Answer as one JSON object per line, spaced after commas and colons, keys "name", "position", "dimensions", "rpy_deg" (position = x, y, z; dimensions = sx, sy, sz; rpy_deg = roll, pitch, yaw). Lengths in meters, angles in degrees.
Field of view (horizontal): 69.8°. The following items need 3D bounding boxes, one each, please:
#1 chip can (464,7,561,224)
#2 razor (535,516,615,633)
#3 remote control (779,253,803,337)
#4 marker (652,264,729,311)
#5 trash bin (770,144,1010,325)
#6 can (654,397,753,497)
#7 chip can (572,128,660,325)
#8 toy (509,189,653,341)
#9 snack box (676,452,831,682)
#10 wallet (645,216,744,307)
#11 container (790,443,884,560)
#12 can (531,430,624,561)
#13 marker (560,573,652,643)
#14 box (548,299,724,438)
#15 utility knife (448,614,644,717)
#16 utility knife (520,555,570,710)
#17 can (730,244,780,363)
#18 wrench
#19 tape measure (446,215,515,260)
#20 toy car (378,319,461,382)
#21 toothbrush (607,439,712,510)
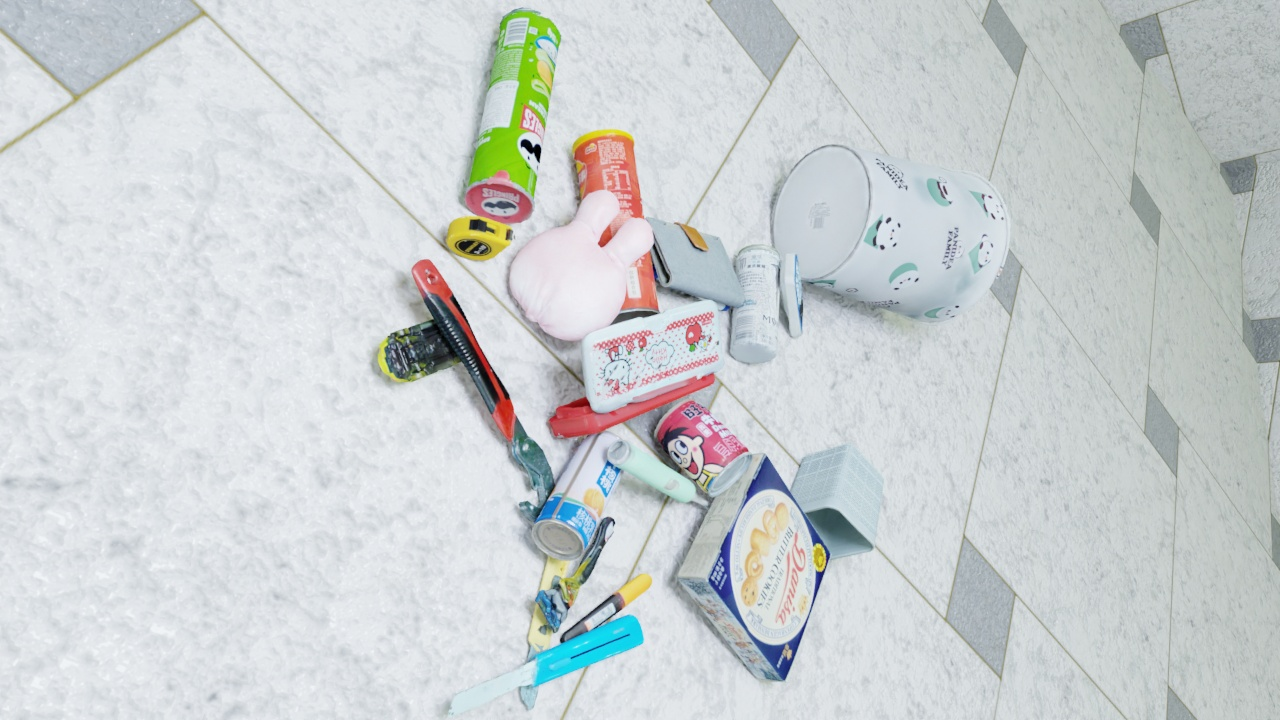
{"name": "chip can", "position": [-0.132, -0.262, 0.973], "dimensions": [0.072, 0.072, 0.235], "rpy_deg": [24, 59, -34]}
{"name": "razor", "position": [-0.054, 0.199, 0.890], "dimensions": [0.142, 0.022, 0.043], "rpy_deg": [-52, 127, -51]}
{"name": "remote control", "position": [0.198, -0.084, 1.192], "dimensions": [0.125, 0.024, 0.048], "rpy_deg": [67, 26, -54]}
{"name": "marker", "position": [0.053, -0.090, 1.113], "dimensions": [0.145, 0.017, 0.016], "rpy_deg": [22, 61, -35]}
{"name": "trash bin", "position": [0.334, -0.179, 1.267], "dimensions": [0.251, 0.230, 0.229], "rpy_deg": [9, 68, -34]}
{"name": "can", "position": [0.067, 0.093, 0.998], "dimensions": [0.066, 0.067, 0.094], "rpy_deg": [-20, 56, -44]}
{"name": "chip can", "position": [-0.026, -0.147, 1.024], "dimensions": [0.073, 0.073, 0.216], "rpy_deg": [3, 72, -41]}
{"name": "toy", "position": [-0.059, -0.098, 0.953], "dimensions": [0.121, 0.054, 0.159], "rpy_deg": [41, 79, 1]}
{"name": "snack box", "position": [0.134, 0.229, 1.026], "dimensions": [0.182, 0.046, 0.177], "rpy_deg": [54, 46, -25]}
{"name": "wallet", "position": [0.066, -0.122, 1.108], "dimensions": [0.129, 0.037, 0.106], "rpy_deg": [11, 52, -42]}
{"name": "container", "position": [0.241, 0.171, 1.134], "dimensions": [0.090, 0.090, 0.111], "rpy_deg": [44, 47, -21]}
{"name": "can", "position": [-0.055, 0.128, 0.894], "dimensions": [0.053, 0.053, 0.134], "rpy_deg": [49, 39, -17]}
{"name": "marker", "position": [-0.033, 0.247, 0.910], "dimensions": [0.123, 0.015, 0.018], "rpy_deg": [-28, 99, -42]}
{"name": "box", "position": [-0.003, 0.004, 0.956], "dimensions": [0.200, 0.110, 0.100], "rpy_deg": [-19, 95, -44]}
{"name": "utility knife", "position": [-0.080, 0.278, 0.839], "dimensions": [0.233, 0.018, 0.034], "rpy_deg": [-6, 95, -47]}
{"name": "utility knife", "position": [-0.086, 0.227, 0.873], "dimensions": [0.031, 0.021, 0.201], "rpy_deg": [31, 60, -29]}
{"name": "can", "position": [0.146, -0.071, 1.160], "dimensions": [0.058, 0.058, 0.146], "rpy_deg": [25, 59, -33]}
{"name": "wrench", "position": [-0.144, 0.029, 0.865], "dimensions": [0.056, 0.016, 0.273], "rpy_deg": [-43, 112, -55]}
{"name": "tape measure", "position": [-0.161, -0.123, 0.904], "dimensions": [0.057, 0.060, 0.028], "rpy_deg": [16, 66, -31]}
{"name": "toy car", "position": [-0.199, -0.010, 0.846], "dimensions": [0.105, 0.032, 0.048], "rpy_deg": [-28, 99, -56]}
{"name": "toothbrush", "position": [0.033, 0.130, 0.965], "dimensions": [0.026, 0.027, 0.224], "rpy_deg": [-51, 141, 1]}
